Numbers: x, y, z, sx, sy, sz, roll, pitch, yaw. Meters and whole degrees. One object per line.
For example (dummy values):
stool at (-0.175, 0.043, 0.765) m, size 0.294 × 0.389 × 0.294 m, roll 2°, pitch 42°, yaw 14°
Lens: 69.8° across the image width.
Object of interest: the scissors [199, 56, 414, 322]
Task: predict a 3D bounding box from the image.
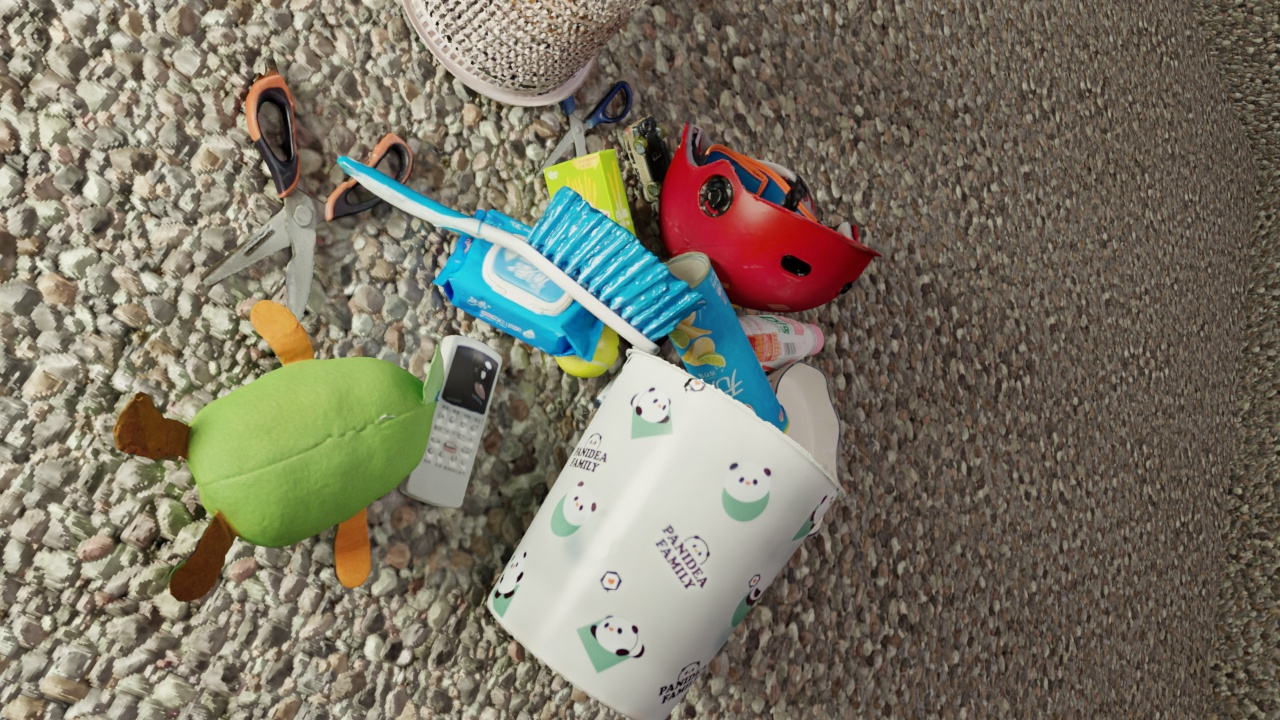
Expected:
scissors at (-0.265, -0.132, 0.740) m, size 0.188 × 0.015 × 0.226 m, roll -8°, pitch 92°, yaw -43°

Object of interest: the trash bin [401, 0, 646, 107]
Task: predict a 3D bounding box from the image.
trash bin at (-0.074, -0.364, 0.809) m, size 0.227 × 0.193 × 0.227 m, roll 8°, pitch 77°, yaw -38°

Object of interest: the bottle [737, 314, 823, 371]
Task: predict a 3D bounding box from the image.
bottle at (0.146, -0.021, 1.077) m, size 0.196 × 0.068 × 0.068 m, roll -6°, pitch 89°, yaw -47°

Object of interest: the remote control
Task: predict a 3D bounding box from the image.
remote control at (-0.165, 0.053, 0.808) m, size 0.058 × 0.021 × 0.149 m, roll 27°, pitch 69°, yaw -38°

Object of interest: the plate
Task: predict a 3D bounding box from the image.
plate at (0.178, 0.104, 1.081) m, size 0.204 × 0.046 × 0.205 m, roll 2°, pitch 88°, yaw -55°

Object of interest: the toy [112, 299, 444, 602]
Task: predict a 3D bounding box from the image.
toy at (-0.250, 0.066, 0.682) m, size 0.246 × 0.090 × 0.227 m, roll -22°, pitch 102°, yaw -45°

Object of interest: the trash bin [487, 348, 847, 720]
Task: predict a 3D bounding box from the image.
trash bin at (0.013, 0.155, 0.800) m, size 0.229 × 0.230 × 0.251 m, roll 40°, pitch 81°, yaw -33°

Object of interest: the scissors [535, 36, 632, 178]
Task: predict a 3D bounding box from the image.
scissors at (-0.062, -0.249, 0.942) m, size 0.162 × 0.012 × 0.176 m, roll -33°, pitch 110°, yaw -39°

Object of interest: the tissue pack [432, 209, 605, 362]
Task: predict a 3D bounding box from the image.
tissue pack at (-0.098, -0.068, 0.830) m, size 0.157 × 0.052 × 0.094 m, roll 27°, pitch 63°, yaw -6°

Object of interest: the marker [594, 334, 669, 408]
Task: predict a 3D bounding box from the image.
marker at (-0.006, 0.006, 0.961) m, size 0.130 × 0.023 × 0.018 m, roll -53°, pitch 156°, yaw -34°

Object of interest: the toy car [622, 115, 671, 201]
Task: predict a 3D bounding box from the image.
toy car at (0.011, -0.216, 0.991) m, size 0.042 × 0.035 × 0.090 m, roll -43°, pitch 123°, yaw -36°

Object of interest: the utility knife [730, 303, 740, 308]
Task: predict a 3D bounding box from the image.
utility knife at (0.113, -0.073, 1.084) m, size 0.218 × 0.015 × 0.033 m, roll -14°, pitch 93°, yaw -43°

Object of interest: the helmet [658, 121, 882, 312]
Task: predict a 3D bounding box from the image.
helmet at (0.117, -0.121, 0.937) m, size 0.206 × 0.240 × 0.144 m, roll 13°, pitch 117°, yaw -41°

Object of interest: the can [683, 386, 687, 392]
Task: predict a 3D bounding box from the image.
can at (0.048, 0.057, 0.980) m, size 0.146 × 0.058 × 0.058 m, roll 1°, pitch 85°, yaw -43°

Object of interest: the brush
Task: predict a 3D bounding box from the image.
brush at (-0.093, -0.106, 0.771) m, size 0.314 × 0.060 × 0.109 m, roll 38°, pitch 94°, yaw -13°

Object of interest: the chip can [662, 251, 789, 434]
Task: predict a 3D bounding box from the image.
chip can at (0.078, -0.003, 0.907) m, size 0.071 × 0.071 × 0.210 m, roll -53°, pitch 128°, yaw -33°

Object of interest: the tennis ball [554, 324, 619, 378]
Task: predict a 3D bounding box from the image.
tennis ball at (-0.053, -0.015, 0.888) m, size 0.065 × 0.066 × 0.065 m, roll 6°, pitch 82°, yaw -42°

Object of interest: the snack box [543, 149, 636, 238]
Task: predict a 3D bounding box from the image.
snack box at (-0.042, -0.119, 0.892) m, size 0.026 × 0.086 × 0.156 m, roll -23°, pitch 105°, yaw -43°
